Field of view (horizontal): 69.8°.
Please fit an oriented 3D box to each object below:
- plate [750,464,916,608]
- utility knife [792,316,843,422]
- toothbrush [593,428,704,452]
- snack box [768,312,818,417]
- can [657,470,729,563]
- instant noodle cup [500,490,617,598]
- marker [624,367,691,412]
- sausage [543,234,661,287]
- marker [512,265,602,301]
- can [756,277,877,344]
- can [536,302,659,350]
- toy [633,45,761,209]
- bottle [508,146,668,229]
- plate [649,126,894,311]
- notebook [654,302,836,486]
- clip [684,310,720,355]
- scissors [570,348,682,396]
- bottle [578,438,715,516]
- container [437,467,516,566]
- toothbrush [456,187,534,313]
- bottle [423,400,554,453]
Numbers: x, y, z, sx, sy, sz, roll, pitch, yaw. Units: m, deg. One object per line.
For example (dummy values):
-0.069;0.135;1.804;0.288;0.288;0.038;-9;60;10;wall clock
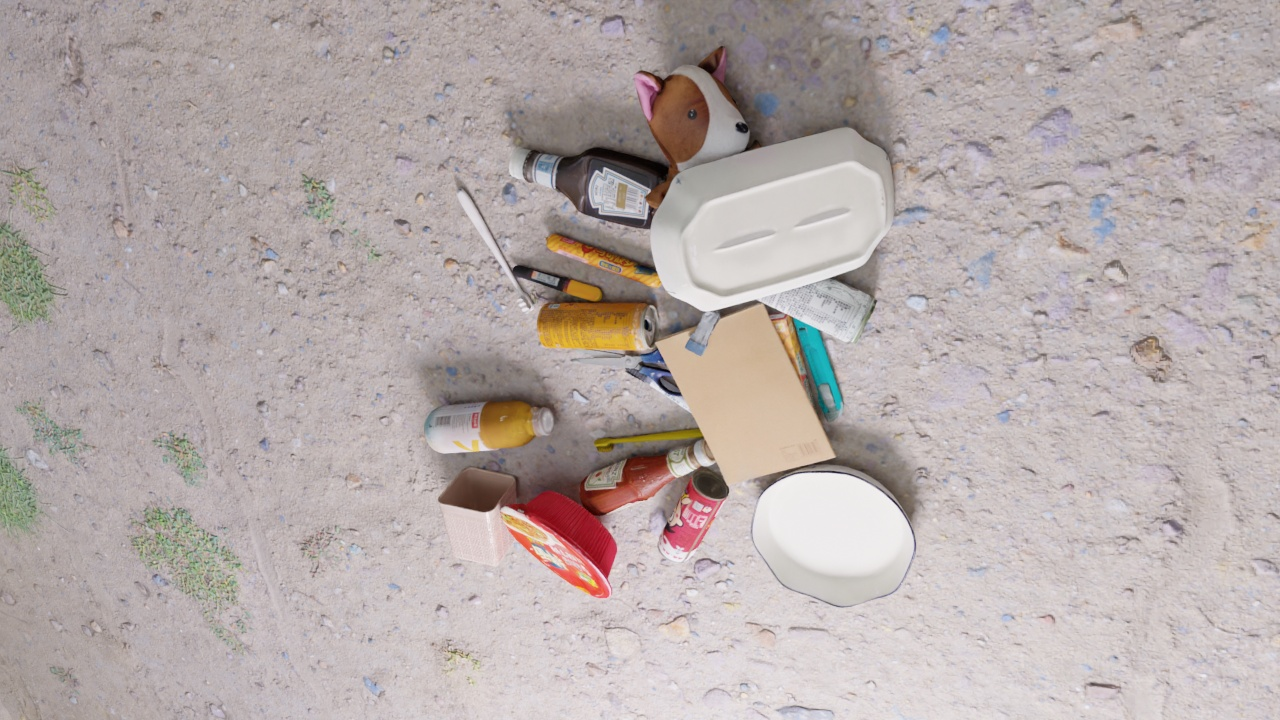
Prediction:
0.244;0.217;1.160;0.205;0.045;0.205;9;119;17;plate
0.210;0.008;1.081;0.029;0.012;0.151;-13;111;25;utility knife
0.024;0.105;1.210;0.190;0.015;0.016;-8;117;26;toothbrush
0.160;0.021;1.101;0.077;0.026;0.156;-8;113;28;snack box
0.069;0.210;1.225;0.053;0.053;0.133;29;124;6;can
-0.102;0.246;1.277;0.194;0.065;0.194;31;155;17;instant noodle cup
0.037;0.039;1.169;0.131;0.018;0.023;34;144;4;marker
-0.044;-0.121;1.114;0.165;0.021;0.021;21;122;11;sausage
-0.105;-0.098;1.157;0.124;0.015;0.018;18;84;14;marker
0.184;-0.074;1.021;0.147;0.058;0.058;26;123;8;can
-0.054;-0.043;1.138;0.146;0.058;0.058;2;117;22;can
0.066;-0.217;0.960;0.131;0.139;0.200;10;120;49;toy
-0.059;-0.208;1.062;0.195;0.043;0.080;17;121;15;bottle
0.142;-0.137;0.936;0.265;0.034;0.162;-15;119;-7;plate
0.126;0.046;1.105;0.150;0.012;0.211;-19;106;31;notebook
0.075;-0.035;1.069;0.027;0.045;0.058;32;114;10;clip
-0.004;-0.007;1.150;0.173;0.012;0.125;33;109;4;scissors
0.009;0.152;1.216;0.207;0.059;0.060;-26;104;31;bottle
-0.232;0.231;1.344;0.090;0.089;0.111;9;123;18;container
-0.186;-0.139;1.168;0.016;0.016;0.180;-21;106;28;toothbrush
-0.208;0.090;1.269;0.190;0.067;0.068;-6;114;25;bottle
